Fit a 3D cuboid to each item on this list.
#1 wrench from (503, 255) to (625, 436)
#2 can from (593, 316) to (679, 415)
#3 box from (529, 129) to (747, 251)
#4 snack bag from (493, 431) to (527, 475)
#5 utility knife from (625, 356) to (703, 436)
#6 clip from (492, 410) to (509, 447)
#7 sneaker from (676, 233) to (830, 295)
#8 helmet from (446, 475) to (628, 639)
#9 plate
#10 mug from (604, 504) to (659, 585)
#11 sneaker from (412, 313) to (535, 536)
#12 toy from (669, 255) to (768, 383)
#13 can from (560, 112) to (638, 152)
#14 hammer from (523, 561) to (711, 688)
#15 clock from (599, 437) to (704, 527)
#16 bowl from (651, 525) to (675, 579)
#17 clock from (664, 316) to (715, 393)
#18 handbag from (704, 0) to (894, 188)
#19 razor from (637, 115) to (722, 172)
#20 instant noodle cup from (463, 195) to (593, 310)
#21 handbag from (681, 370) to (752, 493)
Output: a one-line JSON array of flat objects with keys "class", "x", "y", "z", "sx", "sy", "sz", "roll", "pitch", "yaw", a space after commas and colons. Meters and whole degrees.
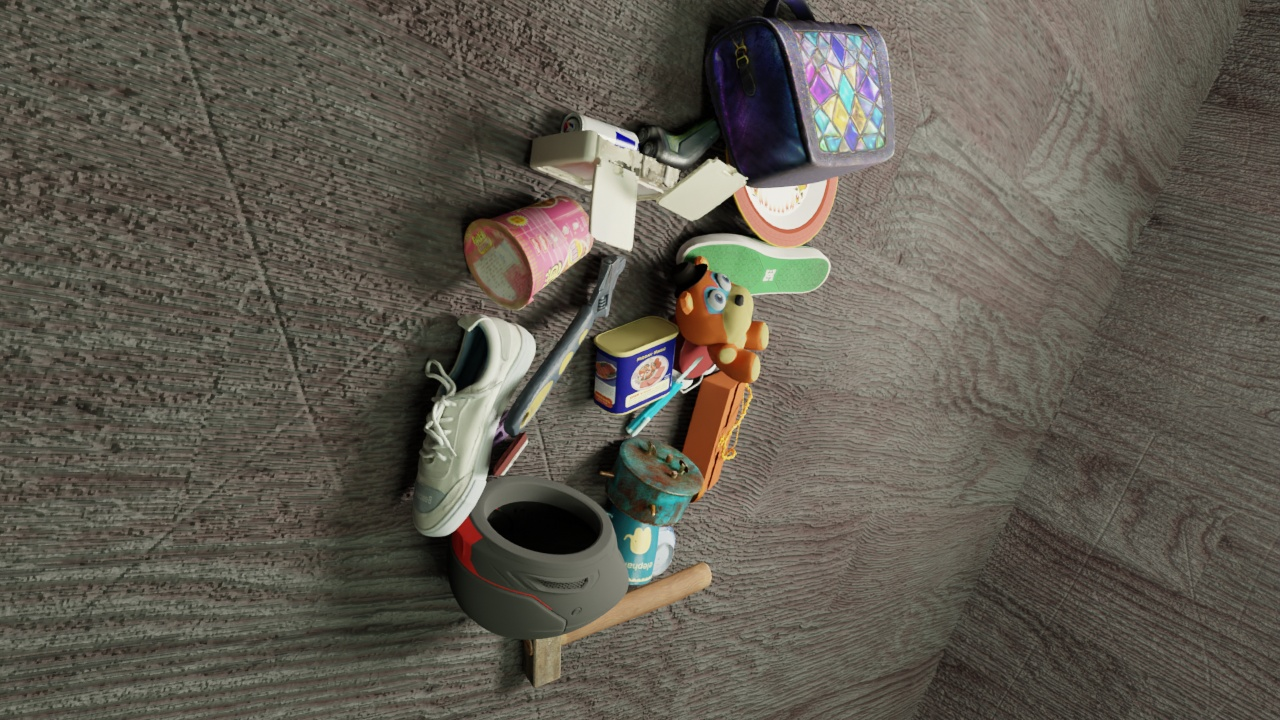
[{"class": "wrench", "x": -0.078, "y": -0.023, "z": 1.024, "sx": 0.073, "sy": 0.022, "sz": 0.272, "roll": 91, "pitch": 24, "yaw": -51}, {"class": "can", "x": -0.007, "y": 0.007, "z": 1.160, "sx": 0.116, "sy": 0.056, "sz": 0.092, "roll": -23, "pitch": 129, "yaw": -39}, {"class": "box", "x": -0.007, "y": -0.160, "z": 0.924, "sx": 0.143, "sy": 0.193, "sz": 0.106, "roll": 10, "pitch": 86, "yaw": -45}, {"class": "snack bag", "x": -0.145, "y": 0.105, "z": 1.026, "sx": 0.057, "sy": 0.013, "sz": 0.158, "roll": -53, "pitch": -179, "yaw": -9}, {"class": "utility knife", "x": 0.034, "y": 0.049, "z": 1.222, "sx": 0.152, "sy": 0.015, "sz": 0.022, "roll": -46, "pitch": 142, "yaw": 18}, {"class": "clip", "x": -0.161, "y": 0.079, "z": 1.065, "sx": 0.051, "sy": 0.013, "sz": 0.035, "roll": -40, "pitch": 136, "yaw": -21}, {"class": "sneaker", "x": 0.141, "y": -0.139, "z": 1.237, "sx": 0.235, "sy": 0.079, "sz": 0.084, "roll": 1, "pitch": 127, "yaw": -30}, {"class": "helmet", "x": -0.124, "y": 0.244, "z": 1.085, "sx": 0.264, "sy": 0.164, "sz": 0.170, "roll": 5, "pitch": 125, "yaw": -40}, {"class": "plate", "x": 0.183, "y": -0.262, "z": 1.200, "sx": 0.229, "sy": 0.021, "sz": 0.230, "roll": -4, "pitch": 96, "yaw": -42}, {"class": "mug", "x": -0.028, "y": 0.245, "z": 1.275, "sx": 0.112, "sy": 0.084, "sz": 0.104, "roll": 9, "pitch": 101, "yaw": -21}, {"class": "sneaker", "x": -0.198, "y": 0.064, "z": 0.960, "sx": 0.090, "sy": 0.090, "sz": 0.242, "roll": 26, "pitch": 86, "yaw": -48}, {"class": "toy", "x": 0.096, "y": -0.054, "z": 1.158, "sx": 0.176, "sy": 0.096, "sz": 0.111, "roll": 39, "pitch": 47, "yaw": -20}, {"class": "can", "x": -0.042, "y": -0.239, "z": 0.986, "sx": 0.095, "sy": 0.032, "sz": 0.032, "roll": 3, "pitch": 110, "yaw": -50}, {"class": "hammer", "x": -0.025, "y": 0.347, "z": 1.312, "sx": 0.300, "sy": 0.037, "sz": 0.158, "roll": -13, "pitch": 123, "yaw": -29}, {"class": "clock", "x": 0.029, "y": 0.154, "z": 1.240, "sx": 0.157, "sy": 0.121, "sz": 0.073, "roll": -16, "pitch": 136, "yaw": -56}, {"class": "bowl", "x": 0.016, "y": 0.288, "z": 1.369, "sx": 0.114, "sy": 0.045, "sz": 0.114, "roll": -27, "pitch": 131, "yaw": -36}, {"class": "clock", "x": 0.067, "y": -0.013, "z": 1.241, "sx": 0.087, "sy": 0.044, "sz": 0.125, "roll": -30, "pitch": 133, "yaw": -34}, {"class": "handbag", "x": 0.193, "y": -0.328, "z": 1.099, "sx": 0.204, "sy": 0.126, "sz": 0.222, "roll": -15, "pitch": 95, "yaw": -40}, {"class": "razor", "x": 0.048, "y": -0.259, "z": 1.071, "sx": 0.151, "sy": 0.054, "sz": 0.067, "roll": -39, "pitch": 112, "yaw": -36}, {"class": "instant noodle cup", "x": -0.109, "y": -0.119, "z": 0.943, "sx": 0.108, "sy": 0.098, "sz": 0.098, "roll": -37, "pitch": 137, "yaw": -40}, {"class": "handbag", "x": 0.115, "y": 0.105, "z": 1.350, "sx": 0.108, "sy": 0.060, "sz": 0.172, "roll": -25, "pitch": 132, "yaw": -63}]
